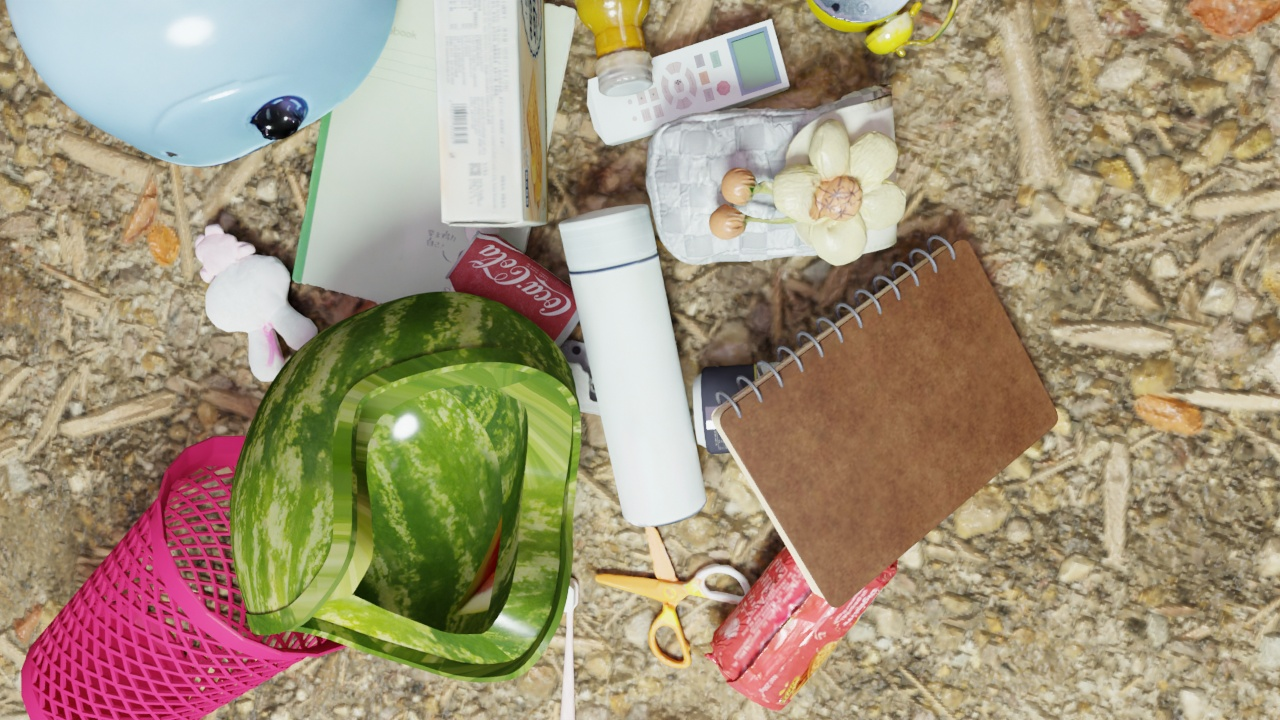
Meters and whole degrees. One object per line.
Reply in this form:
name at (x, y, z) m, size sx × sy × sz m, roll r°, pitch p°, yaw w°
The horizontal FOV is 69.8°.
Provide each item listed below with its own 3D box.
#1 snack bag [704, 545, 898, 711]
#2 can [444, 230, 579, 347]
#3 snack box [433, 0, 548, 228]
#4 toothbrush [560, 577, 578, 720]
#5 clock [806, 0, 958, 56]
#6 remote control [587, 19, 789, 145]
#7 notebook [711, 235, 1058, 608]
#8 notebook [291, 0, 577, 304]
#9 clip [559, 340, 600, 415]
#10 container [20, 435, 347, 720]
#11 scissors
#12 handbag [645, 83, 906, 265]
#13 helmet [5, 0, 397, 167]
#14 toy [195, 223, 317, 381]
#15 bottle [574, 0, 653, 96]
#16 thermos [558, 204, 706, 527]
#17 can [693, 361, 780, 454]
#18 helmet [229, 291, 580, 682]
snack bag at (0.121, 0.179, 0.681) m, size 0.082 × 0.082 × 0.176 m, roll 36°, pitch 100°, yaw 1°
can at (-0.092, -0.051, 0.681) m, size 0.096 × 0.054 × 0.054 m, roll 35°, pitch 100°, yaw -12°
snack box at (-0.101, -0.197, 0.637) m, size 0.057 × 0.104 × 0.208 m, roll 0°, pitch 97°, yaw 4°
toothbrush at (-0.059, 0.266, 0.748) m, size 0.016 × 0.018 × 0.181 m, roll 3°, pitch 99°, yaw 7°
clock at (0.161, -0.262, 0.629) m, size 0.119 × 0.057 × 0.083 m, roll 33°, pitch 100°, yaw 2°
remote control at (0.032, -0.199, 0.670) m, size 0.143 × 0.024 × 0.049 m, roll -15°, pitch 91°, yaw 10°
notebook at (0.171, 0.035, 0.630) m, size 0.225 × 0.024 × 0.167 m, roll -35°, pitch 101°, yaw -15°
notebook at (-0.162, -0.162, 0.707) m, size 0.182 × 0.010 × 0.253 m, roll 15°, pitch 99°, yaw 5°
clip at (-0.054, 0.014, 0.713) m, size 0.101 × 0.038 × 0.054 m, roll 10°, pitch 122°, yaw 5°
container at (-0.350, 0.196, 0.706) m, size 0.226 × 0.183 × 0.183 m, roll -38°, pitch 91°, yaw 18°
scissors at (0.030, 0.183, 0.728) m, size 0.129 × 0.011 × 0.125 m, roll -17°, pitch 97°, yaw 8°
handbag at (0.088, -0.118, 0.625) m, size 0.171 × 0.123 × 0.113 m, roll -4°, pitch 112°, yaw 9°
helmet at (-0.309, -0.261, 0.637) m, size 0.266 × 0.167 × 0.225 m, roll -20°, pitch 86°, yaw 2°
toy at (-0.308, -0.050, 0.727) m, size 0.076 × 0.037 × 0.125 m, roll -35°, pitch 90°, yaw 16°
bottle at (-0.024, -0.281, 0.641) m, size 0.053 × 0.053 × 0.186 m, roll -10°, pitch 89°, yaw 8°
thermos at (-0.004, 0.004, 0.668) m, size 0.068 × 0.067 × 0.230 m, roll -11°, pitch 102°, yaw 8°
can at (0.104, 0.033, 0.671) m, size 0.127 × 0.064 × 0.064 m, roll -4°, pitch 97°, yaw 8°
helmet at (-0.156, 0.076, 0.628) m, size 0.244 × 0.213 × 0.246 m, roll -7°, pitch 62°, yaw 47°
